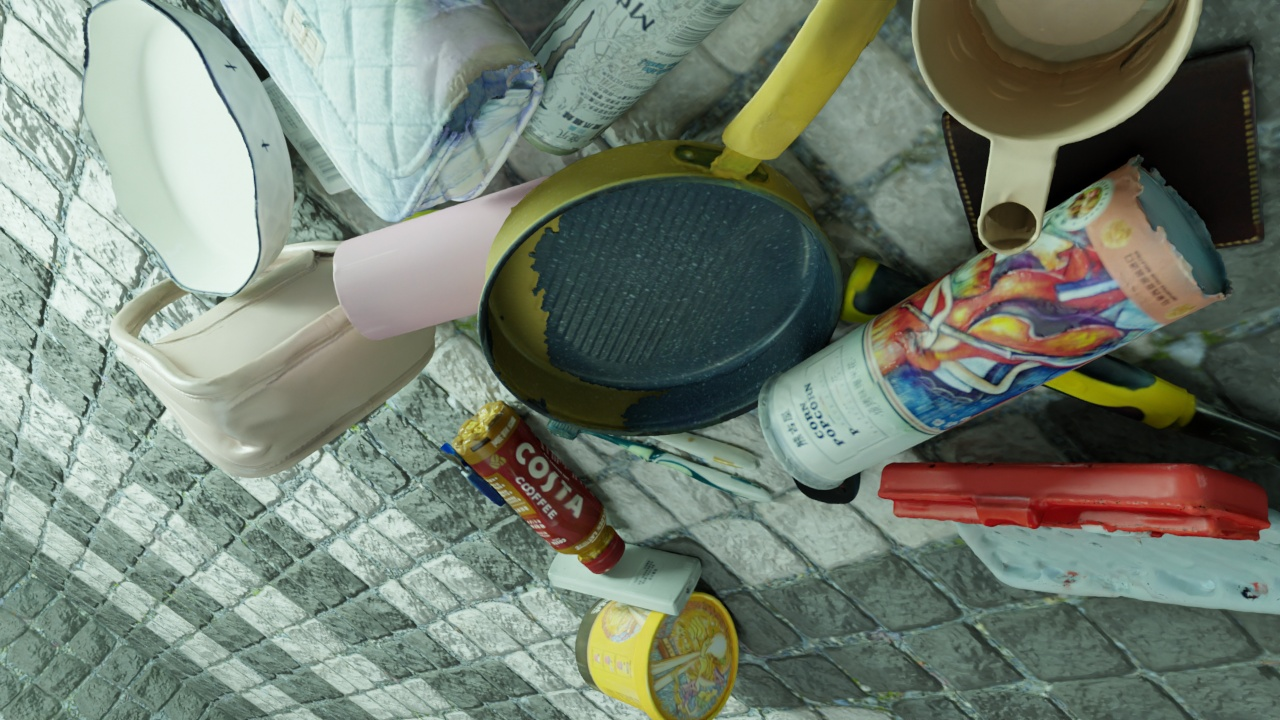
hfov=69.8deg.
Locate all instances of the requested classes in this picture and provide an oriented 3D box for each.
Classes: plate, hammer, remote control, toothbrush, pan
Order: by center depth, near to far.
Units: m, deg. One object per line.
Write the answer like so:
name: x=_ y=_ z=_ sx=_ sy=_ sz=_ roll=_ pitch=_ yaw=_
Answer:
pan: x=0.036 y=-0.070 z=0.440 sx=0.197 sy=0.078 sz=0.359 roll=7 pitch=137 yaw=-17
hammer: x=0.261 y=0.016 z=0.478 sx=0.323 sy=0.031 sz=0.126 roll=23 pitch=140 yaw=12
remote control: x=0.117 y=0.044 z=0.606 sx=0.053 sy=0.024 sz=0.136 roll=5 pitch=135 yaw=27
plate: x=-0.310 y=-0.145 z=0.632 sx=0.205 sy=0.045 sz=0.205 roll=19 pitch=122 yaw=33
toothbrush: x=0.001 y=0.054 z=0.700 sx=0.191 sy=0.016 sz=0.018 roll=16 pitch=149 yaw=19
toothbrush: x=0.011 y=0.078 z=0.716 sx=0.192 sy=0.018 sz=0.016 roll=19 pitch=139 yaw=16
remote control: x=-0.016 y=0.189 z=0.819 sx=0.135 sy=0.056 sz=0.019 roll=5 pitch=127 yaw=29

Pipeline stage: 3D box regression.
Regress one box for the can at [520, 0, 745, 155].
can: x=-0.009 y=-0.160 z=0.450 sx=0.058 sy=0.058 sz=0.147 roll=45 pitch=139 yaw=-15

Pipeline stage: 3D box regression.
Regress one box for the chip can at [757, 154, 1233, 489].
chip can: x=0.157 y=-0.008 z=0.443 sx=0.071 sy=0.071 sz=0.215 roll=43 pitch=132 yaw=-13

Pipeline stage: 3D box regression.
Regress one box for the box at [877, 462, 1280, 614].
box: x=0.255 y=0.096 z=0.525 sx=0.161 sy=0.058 sz=0.202 roll=32 pitch=158 yaw=-27

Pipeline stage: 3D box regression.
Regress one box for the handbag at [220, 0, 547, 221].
handbag: x=-0.140 y=-0.173 z=0.466 sx=0.194 sy=0.075 sz=0.135 roll=52 pitch=136 yaw=6

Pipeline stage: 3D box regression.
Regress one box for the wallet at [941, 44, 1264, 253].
wallet: x=0.209 y=-0.084 z=0.418 sx=0.122 sy=0.020 sz=0.096 roll=-3 pitch=133 yaw=35

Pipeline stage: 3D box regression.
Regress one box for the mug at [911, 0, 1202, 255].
mug: x=0.152 y=-0.116 z=0.338 sx=0.084 sy=0.103 sz=0.125 roll=12 pitch=125 yaw=24

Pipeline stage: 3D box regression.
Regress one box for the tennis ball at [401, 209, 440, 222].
tennis ball: x=-0.139 y=-0.070 z=0.624 sx=0.065 sy=0.065 sz=0.066 roll=18 pitch=139 yaw=17

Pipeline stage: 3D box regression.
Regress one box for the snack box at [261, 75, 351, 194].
snack box: x=-0.171 y=-0.161 z=0.581 sx=0.157 sy=0.026 sz=0.085 roll=-7 pitch=127 yaw=38

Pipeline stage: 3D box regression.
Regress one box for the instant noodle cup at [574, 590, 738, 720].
instant noodle cup: x=0.010 y=0.268 z=0.844 sx=0.115 sy=0.118 sz=0.118 roll=-8 pitch=127 yaw=47

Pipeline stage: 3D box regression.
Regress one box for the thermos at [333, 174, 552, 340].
thermos: x=-0.082 y=-0.068 z=0.533 sx=0.199 sy=0.067 sz=0.087 roll=-14 pitch=168 yaw=16

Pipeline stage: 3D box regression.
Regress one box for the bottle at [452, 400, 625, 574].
bottle: x=-0.081 y=0.112 z=0.781 sx=0.058 sy=0.057 sz=0.175 roll=-20 pitch=118 yaw=44

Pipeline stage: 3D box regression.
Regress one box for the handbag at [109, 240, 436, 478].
handbag: x=-0.290 y=-0.027 z=0.685 sx=0.234 sy=0.192 sz=0.093 roll=19 pitch=133 yaw=28

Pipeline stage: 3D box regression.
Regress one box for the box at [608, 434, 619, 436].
box: x=-0.002 y=0.002 z=0.634 sx=0.068 sy=0.052 sz=0.165 roll=28 pitch=143 yaw=-15

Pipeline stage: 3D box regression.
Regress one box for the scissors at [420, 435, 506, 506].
scissors: x=-0.160 y=0.082 z=0.779 sx=0.133 sy=0.012 sz=0.172 roll=35 pitch=167 yaw=42
